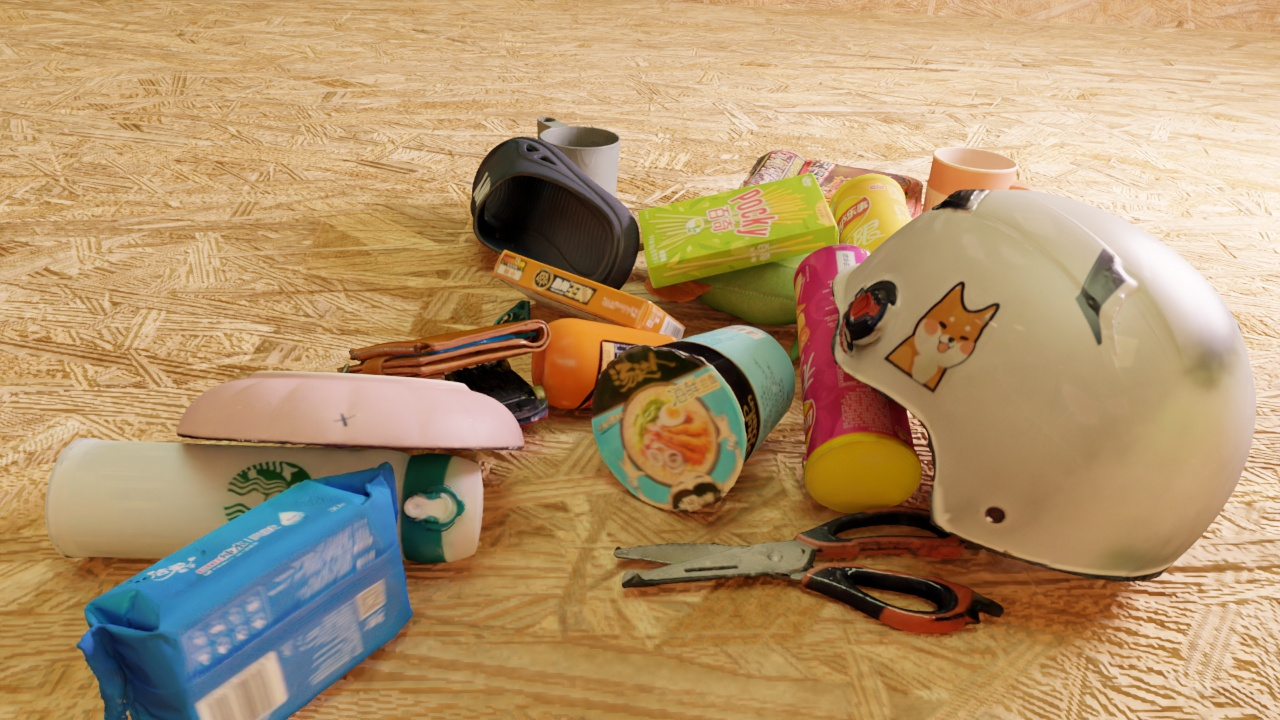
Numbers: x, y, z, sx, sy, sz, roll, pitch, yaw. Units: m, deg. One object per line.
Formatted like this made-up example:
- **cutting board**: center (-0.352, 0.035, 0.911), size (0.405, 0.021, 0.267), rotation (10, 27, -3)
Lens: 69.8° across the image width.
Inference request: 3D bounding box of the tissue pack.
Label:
- **tissue pack**: center (-0.173, 0.116, 0.428), size (0.052, 0.095, 0.156), rotation (16, 31, 32)

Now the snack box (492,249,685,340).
- **snack box**: center (-0.044, -0.049, 0.763), size (0.154, 0.026, 0.075), rotation (21, -5, 29)

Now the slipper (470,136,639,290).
- **slipper**: center (-0.104, -0.146, 0.866), size (0.083, 0.111, 0.268), rotation (6, 22, -42)

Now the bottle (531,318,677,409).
- **bottle**: center (-0.004, 0.004, 0.687), size (0.149, 0.067, 0.066), rotation (2, 29, -19)

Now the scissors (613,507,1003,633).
- **scissors**: center (0.099, 0.122, 0.528), size (0.206, 0.015, 0.201), rotation (27, 37, 34)

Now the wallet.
- **wallet**: center (-0.148, -0.006, 0.650), size (0.118, 0.035, 0.131), rotation (-19, 9, -40)

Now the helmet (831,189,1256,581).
- **helmet**: center (0.250, -0.013, 0.551), size (0.229, 0.157, 0.273), rotation (11, 44, -27)

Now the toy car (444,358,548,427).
- **toy car**: center (-0.102, 0.028, 0.652), size (0.049, 0.031, 0.106), rotation (-18, 25, -26)

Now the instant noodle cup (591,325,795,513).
- **instant noodle cup**: center (0.045, 0.029, 0.613), size (0.111, 0.111, 0.120), rotation (20, 25, 26)

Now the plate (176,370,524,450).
- **plate**: center (-0.164, 0.030, 0.538), size (0.192, 0.039, 0.192), rotation (3, -4, 0)

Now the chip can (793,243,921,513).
- **chip can**: center (0.146, 0.005, 0.644), size (0.071, 0.072, 0.210), rotation (5, 41, 2)

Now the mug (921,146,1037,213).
- **mug**: center (0.356, -0.159, 0.967), size (0.115, 0.106, 0.081), rotation (17, 32, 22)

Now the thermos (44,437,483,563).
- **thermos**: center (-0.200, 0.080, 0.513), size (0.224, 0.073, 0.073), rotation (2, 29, -4)

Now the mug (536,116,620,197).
- **mug**: center (-0.076, -0.195, 0.983), size (0.083, 0.103, 0.124), rotation (-15, 34, -30)

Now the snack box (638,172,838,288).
- **snack box**: center (0.079, -0.111, 0.771), size (0.156, 0.026, 0.085), rotation (-12, 43, 5)

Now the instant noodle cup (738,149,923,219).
- **instant noodle cup**: center (0.203, -0.162, 0.981), size (0.189, 0.079, 0.164), rotation (12, 30, 14)

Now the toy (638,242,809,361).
- **toy**: center (0.088, -0.092, 0.835), size (0.226, 0.090, 0.247), rotation (-26, 37, -31)

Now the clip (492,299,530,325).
- **clip**: center (-0.104, -0.037, 0.790), size (0.033, 0.013, 0.053), rotation (9, 32, 7)

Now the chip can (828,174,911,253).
- **chip can**: center (0.214, -0.074, 0.788), size (0.072, 0.072, 0.213), rotation (2, 43, -4)
